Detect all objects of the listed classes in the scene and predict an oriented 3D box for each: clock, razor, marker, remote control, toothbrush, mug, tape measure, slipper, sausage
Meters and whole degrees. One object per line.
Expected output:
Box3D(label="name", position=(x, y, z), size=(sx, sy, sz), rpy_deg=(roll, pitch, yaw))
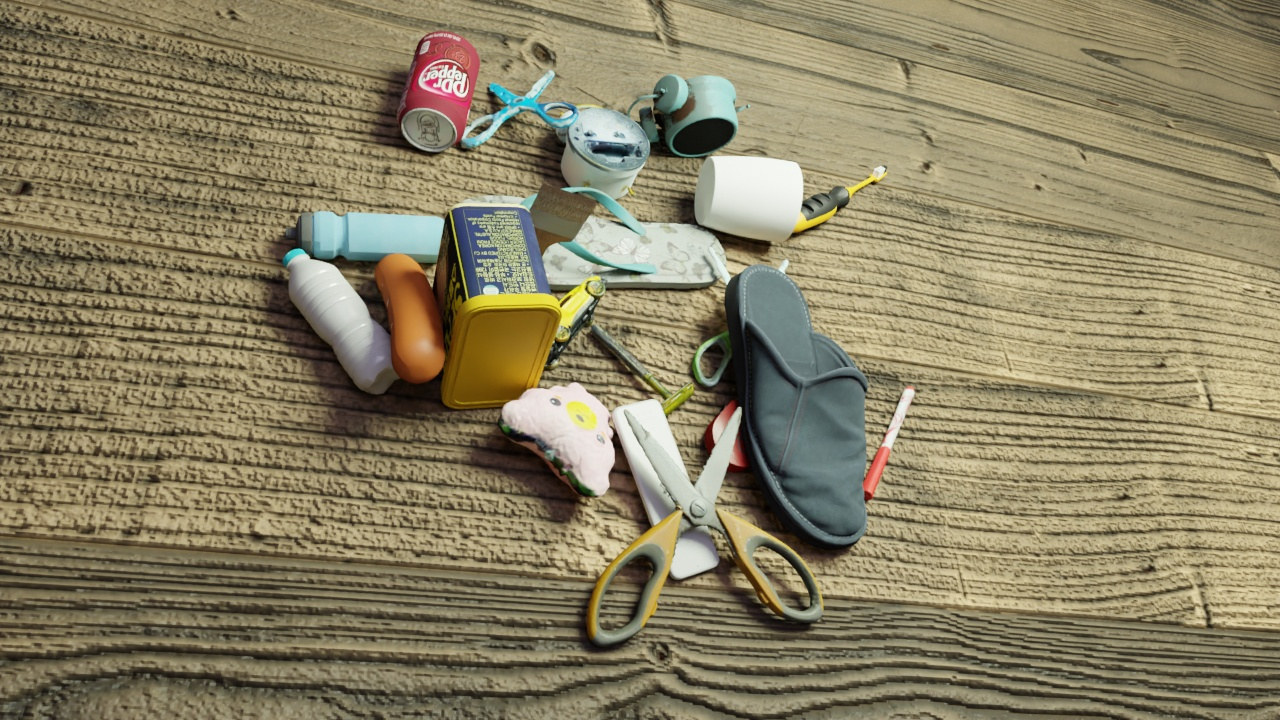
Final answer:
Box3D(label="clock", position=(0.046, -0.254, 0.953), size=(0.124, 0.090, 0.053), rpy_deg=(-4, 69, -24))
Box3D(label="razor", position=(-0.005, 0.005, 0.802), size=(0.106, 0.026, 0.042), rpy_deg=(43, 56, 15))
Box3D(label="marker", position=(0.230, 0.073, 0.848), size=(0.013, 0.013, 0.141), rpy_deg=(33, 52, 3))
Box3D(label="remote control", position=(0.019, 0.102, 0.739), size=(0.045, 0.008, 0.146), rpy_deg=(-12, 72, -28))
Box3D(label="toothbrush", position=(0.217, -0.178, 1.004), size=(0.031, 0.031, 0.196), rpy_deg=(36, 47, 26))
Box3D(label="mug", position=(0.103, -0.171, 0.933), size=(0.087, 0.081, 0.114), rpy_deg=(5, 25, -13))
Box3D(label="tape measure", position=(0.079, 0.067, 0.790), size=(0.051, 0.019, 0.059), rpy_deg=(-17, 72, -33))
Box3D(label="slipper", position=(0.146, 0.025, 0.785), size=(0.108, 0.084, 0.265), rpy_deg=(3, 65, -32))
Box3D(label="slipper", position=(-0.039, -0.111, 0.847), size=(0.268, 0.055, 0.098), rpy_deg=(6, 58, -19))
Box3D(label="sausage", position=(-0.180, -0.039, 0.716), size=(0.039, 0.044, 0.164), rpy_deg=(33, 15, -35))
Box3D(label="clock", position=(-0.039, -0.215, 0.913), size=(0.083, 0.057, 0.117), rpy_deg=(0, 58, -20))

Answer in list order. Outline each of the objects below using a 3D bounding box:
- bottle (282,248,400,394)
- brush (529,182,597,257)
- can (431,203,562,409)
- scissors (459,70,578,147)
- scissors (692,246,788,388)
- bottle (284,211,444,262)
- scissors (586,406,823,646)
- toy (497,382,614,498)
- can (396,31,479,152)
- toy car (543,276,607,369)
Box3D(label="bottle", position=(-0.238, -0.035, 0.726), size=(0.044, 0.044, 0.136), rpy_deg=(-31, 73, -34))
Box3D(label="brush", position=(-0.085, -0.093, 0.759), size=(0.045, 0.143, 0.008), rpy_deg=(16, 54, -21))
Box3D(label="can", position=(-0.119, -0.042, 0.720), size=(0.075, 0.136, 0.104), rpy_deg=(-3, 56, -22))
Box3D(label="scissors", position=(-0.114, -0.247, 0.906), size=(0.140, 0.011, 0.133), rpy_deg=(16, 53, 29))
Box3D(label="scissors", position=(0.108, -0.031, 0.863), size=(0.165, 0.024, 0.171), rpy_deg=(33, 63, 5))
Box3D(label="bottle", position=(-0.232, -0.105, 0.777), size=(0.130, 0.040, 0.040), rpy_deg=(0, 58, -21))
Box3D(label="scissors", position=(0.041, 0.140, 0.709), size=(0.229, 0.016, 0.225), rpy_deg=(-40, 88, -25))
Box3D(label="toy", position=(-0.055, 0.056, 0.729), size=(0.102, 0.050, 0.093), rpy_deg=(43, 41, -2))
Box3D(label="can", position=(-0.193, -0.258, 0.880), size=(0.063, 0.063, 0.114), rpy_deg=(12, 54, -13))
Box3D(label="toy car", position=(-0.062, -0.035, 0.789), size=(0.030, 0.049, 0.106), rpy_deg=(33, 51, 6))
